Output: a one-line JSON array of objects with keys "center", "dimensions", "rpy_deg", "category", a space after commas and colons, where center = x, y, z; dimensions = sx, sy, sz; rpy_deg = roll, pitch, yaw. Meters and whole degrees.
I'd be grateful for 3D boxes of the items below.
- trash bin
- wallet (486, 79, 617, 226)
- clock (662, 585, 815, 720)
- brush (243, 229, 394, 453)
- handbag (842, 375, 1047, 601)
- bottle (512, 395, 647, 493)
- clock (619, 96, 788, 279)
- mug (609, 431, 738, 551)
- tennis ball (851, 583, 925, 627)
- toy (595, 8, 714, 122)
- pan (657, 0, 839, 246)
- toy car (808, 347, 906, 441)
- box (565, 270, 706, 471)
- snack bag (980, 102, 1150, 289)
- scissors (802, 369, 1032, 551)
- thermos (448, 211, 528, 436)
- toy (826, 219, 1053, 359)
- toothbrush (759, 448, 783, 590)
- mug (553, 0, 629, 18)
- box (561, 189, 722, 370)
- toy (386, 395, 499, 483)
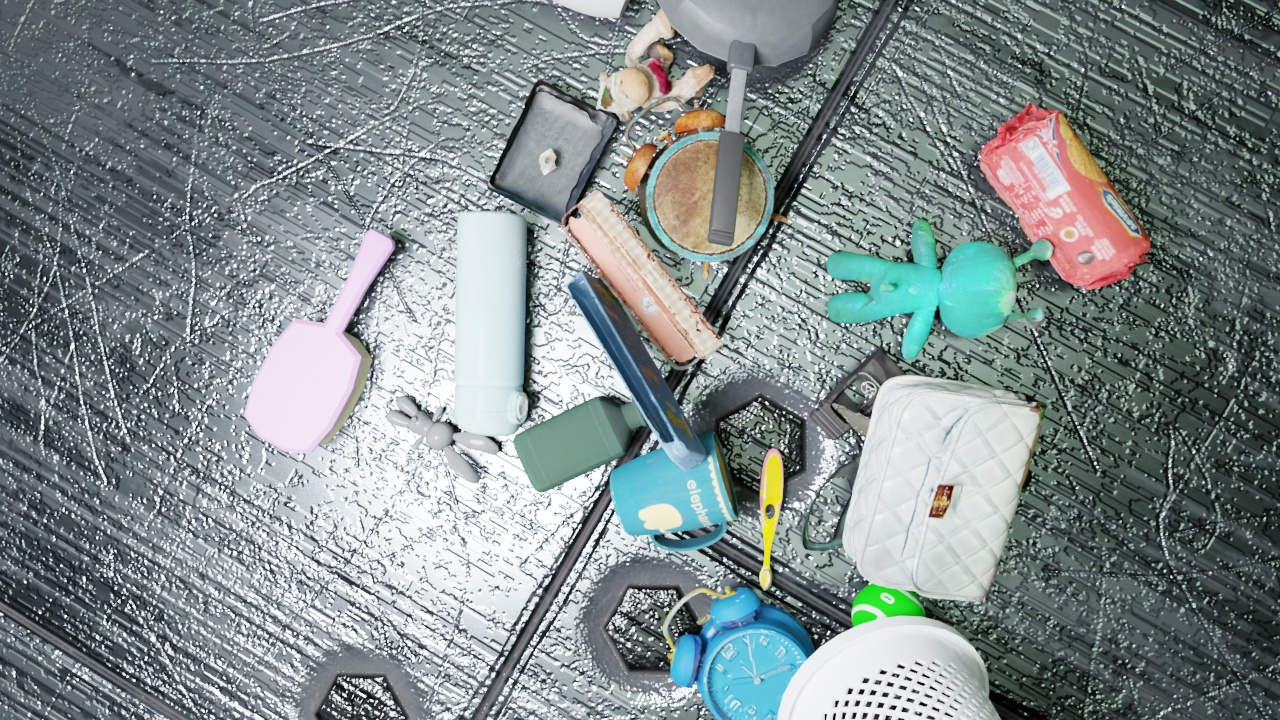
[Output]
[{"center": [0.235, 0.348, 0.737], "dimensions": [0.195, 0.199, 0.196], "rpy_deg": [-4, 112, -10], "category": "trash bin"}, {"center": [-0.084, -0.196, 0.874], "dimensions": [0.089, 0.026, 0.115], "rpy_deg": [27, 94, 3], "category": "wallet"}, {"center": [0.093, 0.278, 0.850], "dimensions": [0.161, 0.060, 0.117], "rpy_deg": [39, 95, 0], "category": "clock"}, {"center": [-0.297, -0.020, 0.888], "dimensions": [0.089, 0.043, 0.229], "rpy_deg": [29, 93, 4], "category": "brush"}, {"center": [0.265, 0.114, 0.804], "dimensions": [0.139, 0.072, 0.195], "rpy_deg": [8, 107, -3], "category": "handbag"}, {"center": [-0.046, 0.070, 0.859], "dimensions": [0.131, 0.061, 0.061], "rpy_deg": [-25, 86, 5], "category": "bottle"}, {"center": [0.049, -0.164, 0.839], "dimensions": [0.121, 0.073, 0.157], "rpy_deg": [-36, 99, 5], "category": "clock"}, {"center": [0.034, 0.131, 0.850], "dimensions": [0.104, 0.084, 0.112], "rpy_deg": [-16, 118, 9], "category": "mug"}, {"center": [0.226, 0.234, 0.836], "dimensions": [0.065, 0.065, 0.065], "rpy_deg": [0, 91, 5], "category": "tennis ball"}, {"center": [0.003, -0.263, 0.840], "dimensions": [0.106, 0.074, 0.085], "rpy_deg": [-29, 94, -5], "category": "toy"}, {"center": [0.088, -0.267, 0.794], "dimensions": [0.178, 0.041, 0.356], "rpy_deg": [9, 74, -7], "category": "pan"}, {"center": [0.201, 0.032, 0.848], "dimensions": [0.092, 0.037, 0.040], "rpy_deg": [-44, 87, 4], "category": "toy car"}, {"center": [-0.003, 0.003, 0.818], "dimensions": [0.037, 0.066, 0.209], "rpy_deg": [-36, 63, 8], "category": "box"}, {"center": [0.372, -0.142, 0.813], "dimensions": [0.082, 0.082, 0.176], "rpy_deg": [-33, 88, 5], "category": "snack bag"}, {"center": [0.250, 0.111, 0.849], "dimensions": [0.202, 0.015, 0.202], "rpy_deg": [23, 106, -5], "category": "scissors"}, {"center": [-0.141, -0.033, 0.863], "dimensions": [0.078, 0.065, 0.207], "rpy_deg": [2, 91, 24], "category": "thermos"}, {"center": [0.266, -0.065, 0.828], "dimensions": [0.193, 0.072, 0.130], "rpy_deg": [1, 91, 14], "category": "toy"}, {"center": [0.122, 0.151, 0.868], "dimensions": [0.021, 0.016, 0.135], "rpy_deg": [4, 92, 9], "category": "toothbrush"}, {"center": [-0.043, -0.373, 0.855], "dimensions": [0.089, 0.071, 0.107], "rpy_deg": [27, 65, -5], "category": "mug"}, {"center": [0.000, -0.073, 0.846], "dimensions": [0.048, 0.085, 0.187], "rpy_deg": [-41, 94, -20], "category": "box"}, {"center": [-0.194, 0.073, 0.888], "dimensions": [0.112, 0.030, 0.049], "rpy_deg": [30, 79, 9], "category": "toy"}]
